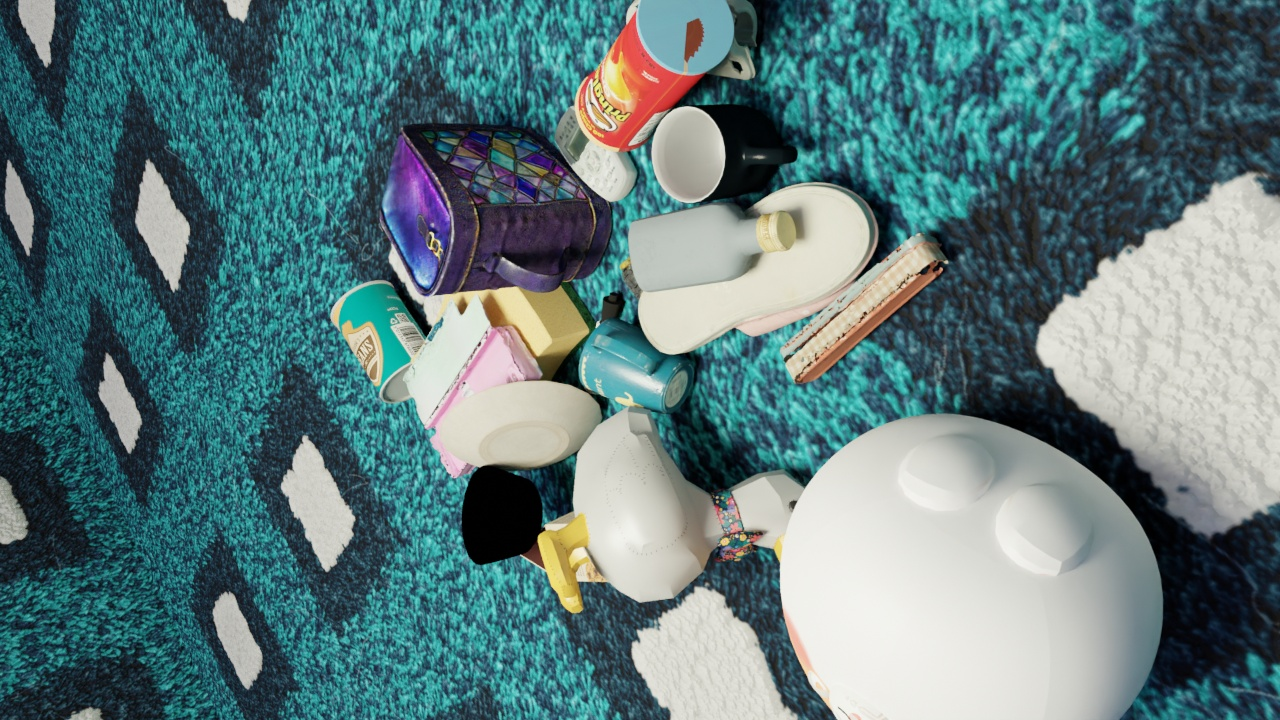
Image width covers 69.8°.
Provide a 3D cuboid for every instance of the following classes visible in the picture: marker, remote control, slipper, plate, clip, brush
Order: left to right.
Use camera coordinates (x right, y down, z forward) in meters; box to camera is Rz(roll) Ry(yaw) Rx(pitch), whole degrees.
[{"bbox_3d":[-0.178,-0.018,1.145,0.195,0.075,0.251,47,130,23],"label":"brush"},{"bbox_3d":[-0.137,0.088,1.069,0.189,0.188,0.027,-49,42,41],"label":"plate"},{"bbox_3d":[-0.048,-0.223,0.993,0.114,0.028,0.060,54,132,17],"label":"remote control"},{"bbox_3d":[-0.042,-0.020,1.053,0.025,0.025,0.126,32,123,32],"label":"marker"},{"bbox_3d":[0.039,-0.324,0.836,0.125,0.081,0.147,18,154,36],"label":"clip"},{"bbox_3d":[0.107,-0.082,0.873,0.275,0.054,0.114,-24,85,40],"label":"slipper"}]

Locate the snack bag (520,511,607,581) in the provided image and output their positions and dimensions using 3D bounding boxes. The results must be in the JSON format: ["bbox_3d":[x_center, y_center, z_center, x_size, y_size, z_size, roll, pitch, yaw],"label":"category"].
[{"bbox_3d":[-0.048,0.209,1.081,0.207,0.094,0.070,-12,94,45],"label":"snack bag"}]

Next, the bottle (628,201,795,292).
[{"bbox_3d":[0.064,-0.106,0.835,0.162,0.046,0.072,-5,97,41],"label":"bottle"}]

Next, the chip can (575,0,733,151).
[{"bbox_3d":[0.006,-0.260,0.828,0.214,0.087,0.087,166,86,-73],"label":"chip can"}]

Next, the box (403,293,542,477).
[{"bbox_3d":[-0.215,0.023,1.113,0.159,0.035,0.231,55,133,15],"label":"box"}]

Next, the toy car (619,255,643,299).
[{"bbox_3d":[0.016,-0.107,0.967,0.049,0.030,0.107,56,135,17],"label":"toy car"}]

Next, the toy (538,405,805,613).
[{"bbox_3d":[0.031,0.152,0.906,0.141,0.267,0.246,85,160,-64],"label":"toy"}]

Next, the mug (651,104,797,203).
[{"bbox_3d":[0.086,-0.188,0.831,0.122,0.094,0.085,13,112,40],"label":"mug"}]

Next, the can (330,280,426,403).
[{"bbox_3d":[-0.356,-0.027,1.294,0.144,0.099,0.099,53,132,18],"label":"can"}]

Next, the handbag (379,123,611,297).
[{"bbox_3d":[-0.157,-0.152,1.000,0.222,0.204,0.126,50,131,28],"label":"handbag"}]

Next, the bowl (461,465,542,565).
[{"bbox_3d":[-0.160,0.184,1.085,0.116,0.062,0.115,-18,68,54],"label":"bowl"}]

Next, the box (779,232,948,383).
[{"bbox_3d":[0.196,-0.039,0.809,0.058,0.053,0.187,28,133,-15],"label":"box"}]

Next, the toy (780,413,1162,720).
[{"bbox_3d":[0.234,0.186,0.697,0.263,0.264,0.281,32,138,30],"label":"toy"}]

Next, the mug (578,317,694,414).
[{"bbox_3d":[-0.006,0.006,0.971,0.104,0.112,0.084,25,81,27],"label":"mug"}]
